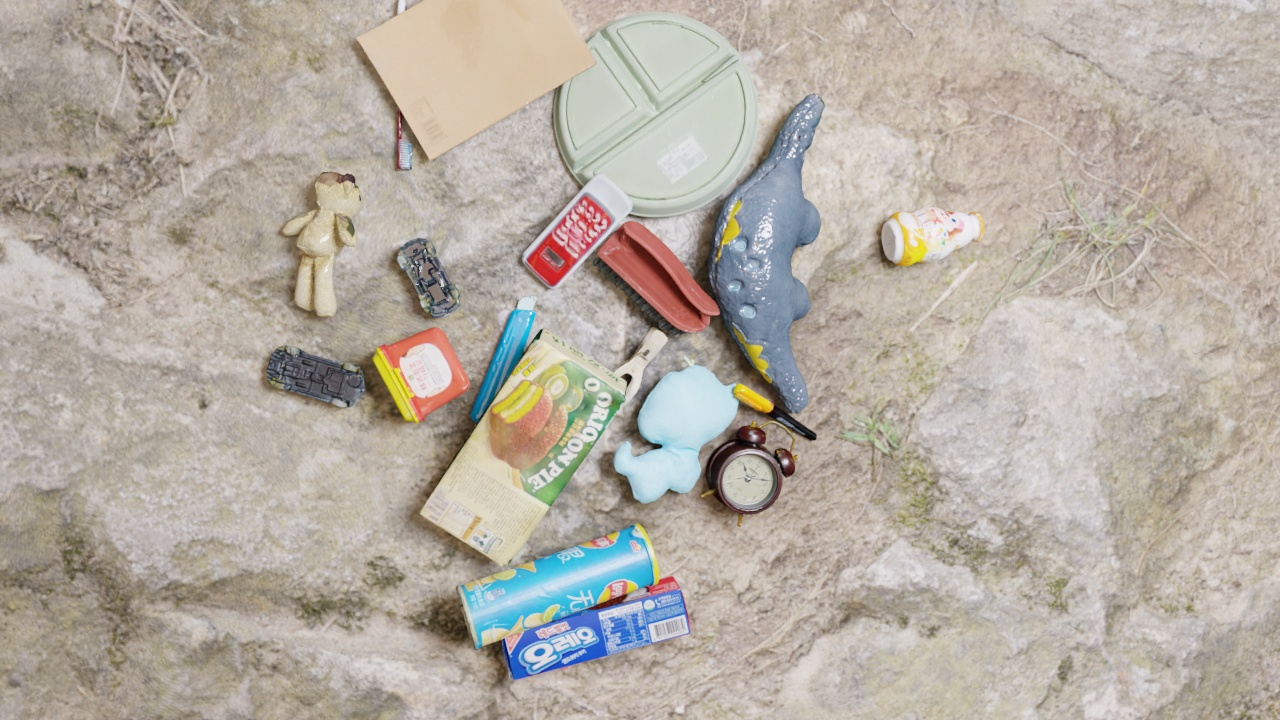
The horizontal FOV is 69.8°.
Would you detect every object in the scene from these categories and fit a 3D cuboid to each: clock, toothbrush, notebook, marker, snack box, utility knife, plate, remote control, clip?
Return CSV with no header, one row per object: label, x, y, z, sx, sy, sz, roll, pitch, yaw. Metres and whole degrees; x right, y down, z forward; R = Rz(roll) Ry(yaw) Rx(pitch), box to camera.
clock,0.126,0.123,1.042,0.082,0.055,0.122,39,91,-6
toothbrush,-0.257,-0.301,1.000,0.017,0.016,0.187,0,93,-14
notebook,-0.175,-0.332,0.987,0.211,0.012,0.149,-31,95,-1
marker,0.155,0.062,1.048,0.124,0.018,0.015,32,63,-22
snack box,-0.051,0.300,1.030,0.207,0.058,0.057,-14,94,-6
snack box,-0.125,0.094,0.981,0.114,0.063,0.240,33,103,-7
utility knife,-0.150,0.002,1.025,0.034,0.018,0.161,21,88,-10
plate,0.018,-0.274,1.013,0.230,0.027,0.230,0,90,0
snack box,-0.234,0.013,0.987,0.080,0.082,0.091,-28,96,-15
remote control,-0.070,-0.141,1.007,0.056,0.020,0.136,44,106,-6
clip,-0.007,0.006,1.031,0.034,0.070,0.100,35,95,-6

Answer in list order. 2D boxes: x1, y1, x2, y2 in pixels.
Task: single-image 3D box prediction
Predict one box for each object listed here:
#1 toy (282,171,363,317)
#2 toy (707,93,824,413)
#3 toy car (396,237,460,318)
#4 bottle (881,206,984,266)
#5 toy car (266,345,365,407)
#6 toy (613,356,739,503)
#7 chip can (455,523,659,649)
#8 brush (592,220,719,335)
toy,-0.334,-0.124,0.982,0.105,0.066,0.157,16,96,35
toy,0.142,-0.119,1.017,0.137,0.091,0.356,3,95,-19
toy car,-0.230,-0.090,1.004,0.043,0.034,0.090,-29,93,-2
bottle,0.335,-0.145,1.050,0.108,0.063,0.063,-10,94,-6
toy car,-0.350,0.018,0.996,0.105,0.031,0.049,18,91,-6
toy,0.043,0.076,1.031,0.161,0.050,0.156,-11,104,-18
chip can,-0.089,0.243,0.995,0.210,0.071,0.071,-16,94,-18
brush,0.022,-0.087,1.007,0.146,0.069,0.063,44,51,-7
